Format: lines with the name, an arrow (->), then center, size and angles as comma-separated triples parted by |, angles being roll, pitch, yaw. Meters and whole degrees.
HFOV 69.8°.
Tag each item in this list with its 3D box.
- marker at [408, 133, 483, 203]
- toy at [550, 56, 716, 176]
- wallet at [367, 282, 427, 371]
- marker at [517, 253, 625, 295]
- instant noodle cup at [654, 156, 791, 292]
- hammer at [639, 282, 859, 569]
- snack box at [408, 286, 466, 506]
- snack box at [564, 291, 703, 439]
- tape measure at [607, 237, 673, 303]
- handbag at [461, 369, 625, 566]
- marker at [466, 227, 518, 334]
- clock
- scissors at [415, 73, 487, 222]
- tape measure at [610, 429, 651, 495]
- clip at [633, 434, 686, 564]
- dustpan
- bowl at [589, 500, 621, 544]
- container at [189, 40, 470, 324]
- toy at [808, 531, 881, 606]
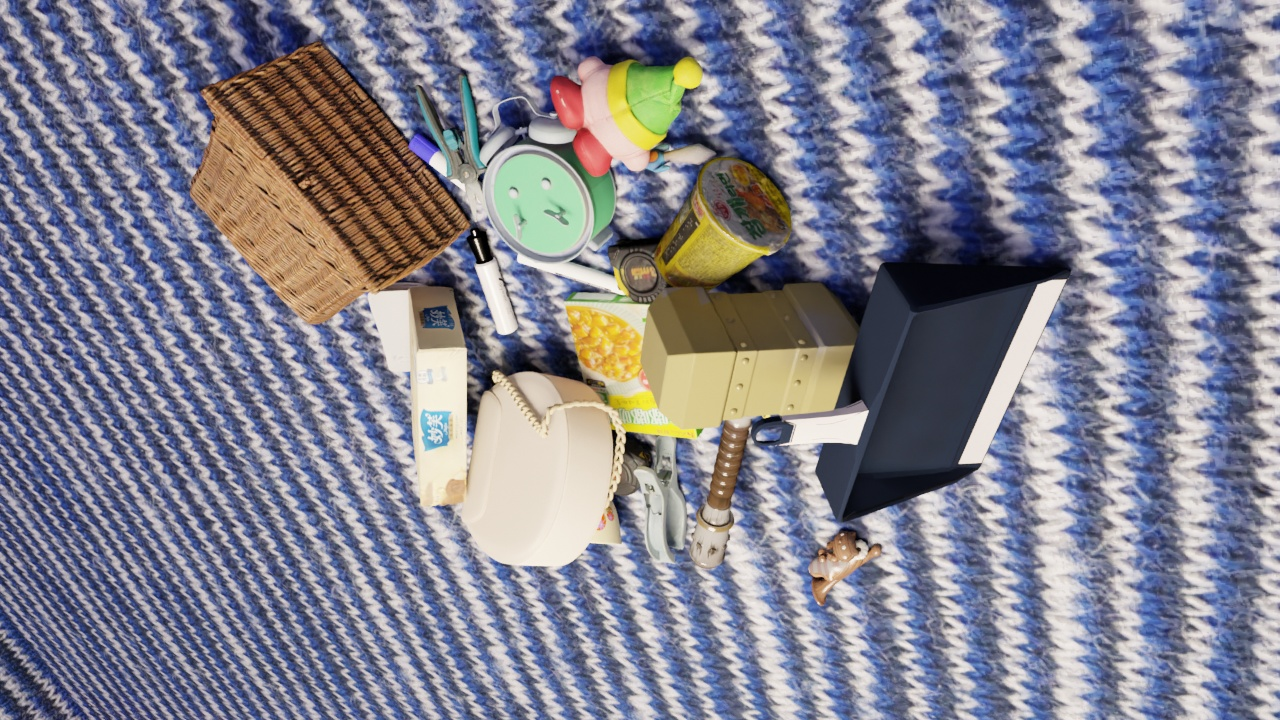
marker -> -0.183, -0.189, 0.970 | 0.141, 0.020, 0.020 | 38, 131, 0
toy -> -0.003, -0.218, 0.812 | 0.131, 0.096, 0.124 | -21, 102, 9
wallet -> -0.278, -0.041, 1.118 | 0.086, 0.032, 0.116 | 3, 122, 13
marker -> -0.069, -0.094, 0.977 | 0.134, 0.017, 0.020 | 18, 164, 16
instant noodle cup -> 0.069, -0.114, 0.843 | 0.102, 0.102, 0.108 | 42, 139, -3
hammer -> 0.089, 0.089, 0.911 | 0.190, 0.100, 0.326 | -3, 128, -14
snack box -> -0.233, 0.040, 1.054 | 0.055, 0.153, 0.208 | -3, 121, -17
snack box -> -0.006, 0.006, 1.003 | 0.132, 0.027, 0.168 | 4, 123, 27
tape measure -> 0.008, -0.091, 0.925 | 0.067, 0.038, 0.063 | -2, 112, 26
handbag -> -0.124, 0.119, 1.022 | 0.209, 0.103, 0.210 | 4, 83, 51
marker -> -0.167, -0.089, 1.026 | 0.025, 0.025, 0.126 | 1, 121, 28
clock -> -0.098, -0.177, 0.896 | 0.122, 0.075, 0.162 | -8, 116, 32
scissors -> -0.186, -0.223, 0.939 | 0.149, 0.019, 0.122 | 40, 117, -4
tape measure -> -0.023, 0.122, 1.083 | 0.071, 0.042, 0.072 | 29, 126, 7
clip -> 0.032, 0.158, 1.077 | 0.028, 0.107, 0.163 | 7, 128, 23
dustpan -> 0.219, 0.038, 0.784 | 0.273, 0.080, 0.237 | 1, 127, -10
bowl -> -0.079, 0.184, 1.126 | 0.118, 0.118, 0.074 | -2, 78, 29
container -> -0.348, -0.169, 0.986 | 0.184, 0.161, 0.250 | -30, 103, 43
toy -> 0.219, 0.228, 1.027 | 0.054, 0.041, 0.102 | 29, 126, -21
